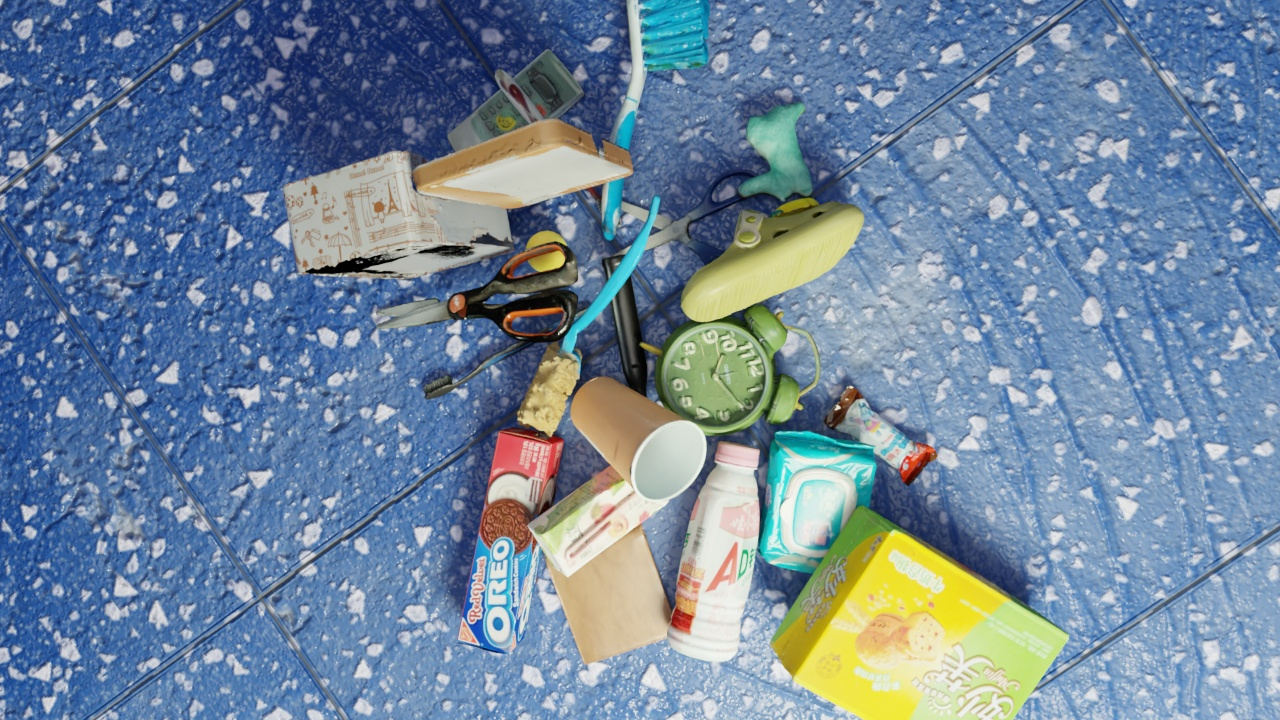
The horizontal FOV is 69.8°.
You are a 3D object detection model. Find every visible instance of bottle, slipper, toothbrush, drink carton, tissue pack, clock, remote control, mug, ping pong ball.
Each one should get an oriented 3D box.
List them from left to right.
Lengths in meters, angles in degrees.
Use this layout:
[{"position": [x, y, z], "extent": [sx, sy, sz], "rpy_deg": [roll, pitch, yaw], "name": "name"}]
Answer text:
[{"position": [-0.130, -0.010, 0.899], "extent": [0.189, 0.014, 0.016], "rpy_deg": [-28, 64, 4], "name": "toothbrush"}, {"position": [-0.122, -0.238, 0.891], "extent": [0.135, 0.019, 0.056], "rpy_deg": [-39, 88, 4], "name": "remote control"}, {"position": [-0.090, -0.104, 0.880], "extent": [0.040, 0.040, 0.040], "rpy_deg": [0, 91, 5], "name": "ping pong ball"}, {"position": [-0.078, -0.201, 0.872], "extent": [0.016, 0.017, 0.187], "rpy_deg": [-38, 94, 3], "name": "toothbrush"}, {"position": [-0.038, 0.142, 0.849], "extent": [0.122, 0.045, 0.053], "rpy_deg": [-34, 110, -20], "name": "drink carton"}, {"position": [-0.008, 0.065, 0.827], "extent": [0.123, 0.078, 0.078], "rpy_deg": [33, 94, 48], "name": "mug"}, {"position": [-0.005, 0.005, 0.879], "extent": [0.026, 0.027, 0.212], "rpy_deg": [-12, 93, -25], "name": "toothbrush"}, {"position": [0.075, 0.175, 0.858], "extent": [0.068, 0.068, 0.197], "rpy_deg": [11, 88, 5], "name": "bottle"}, {"position": [0.087, 0.011, 0.858], "extent": [0.161, 0.056, 0.116], "rpy_deg": [-13, 91, 5], "name": "clock"}, {"position": [0.111, -0.104, 0.825], "extent": [0.190, 0.092, 0.081], "rpy_deg": [-27, 74, -15], "name": "slipper"}, {"position": [0.162, 0.129, 0.846], "extent": [0.093, 0.050, 0.133], "rpy_deg": [6, 102, 4], "name": "tissue pack"}]

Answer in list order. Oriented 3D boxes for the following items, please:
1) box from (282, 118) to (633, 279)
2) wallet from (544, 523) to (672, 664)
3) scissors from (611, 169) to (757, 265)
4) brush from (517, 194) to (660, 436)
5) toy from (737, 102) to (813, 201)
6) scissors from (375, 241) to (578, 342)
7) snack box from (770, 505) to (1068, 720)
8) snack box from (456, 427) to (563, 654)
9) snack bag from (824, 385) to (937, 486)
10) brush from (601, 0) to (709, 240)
[{"position": [-0.149, -0.139, 0.790], "extent": [0.260, 0.176, 0.082], "rpy_deg": [-13, 90, 20], "name": "box"}, {"position": [-0.028, 0.227, 0.890], "extent": [0.101, 0.020, 0.115], "rpy_deg": [-18, 92, 4], "name": "wallet"}, {"position": [0.049, -0.125, 0.882], "extent": [0.174, 0.012, 0.162], "rpy_deg": [45, 96, 4], "name": "scissors"}, {"position": [-0.045, -0.038, 0.845], "extent": [0.046, 0.083, 0.255], "rpy_deg": [30, 101, -6], "name": "brush"}, {"position": [0.127, -0.190, 0.861], "extent": [0.096, 0.030, 0.092], "rpy_deg": [-22, 90, -14], "name": "toy"}, {"position": [-0.159, -0.040, 0.860], "extent": [0.235, 0.021, 0.148], "rpy_deg": [-29, 65, 15], "name": "scissors"}, {"position": [0.245, 0.248, 0.814], "extent": [0.210, 0.070, 0.158], "rpy_deg": [32, 94, -13], "name": "snack box"}, {"position": [-0.123, 0.171, 0.878], "extent": [0.057, 0.058, 0.207], "rpy_deg": [12, 92, 7], "name": "snack box"}, {"position": [0.225, 0.071, 0.861], "extent": [0.105, 0.026, 0.045], "rpy_deg": [37, 101, 6], "name": "snack bag"}, {"position": [0.011, -0.271, 0.856], "extent": [0.109, 0.060, 0.314], "rpy_deg": [-4, 85, 11], "name": "brush"}]
